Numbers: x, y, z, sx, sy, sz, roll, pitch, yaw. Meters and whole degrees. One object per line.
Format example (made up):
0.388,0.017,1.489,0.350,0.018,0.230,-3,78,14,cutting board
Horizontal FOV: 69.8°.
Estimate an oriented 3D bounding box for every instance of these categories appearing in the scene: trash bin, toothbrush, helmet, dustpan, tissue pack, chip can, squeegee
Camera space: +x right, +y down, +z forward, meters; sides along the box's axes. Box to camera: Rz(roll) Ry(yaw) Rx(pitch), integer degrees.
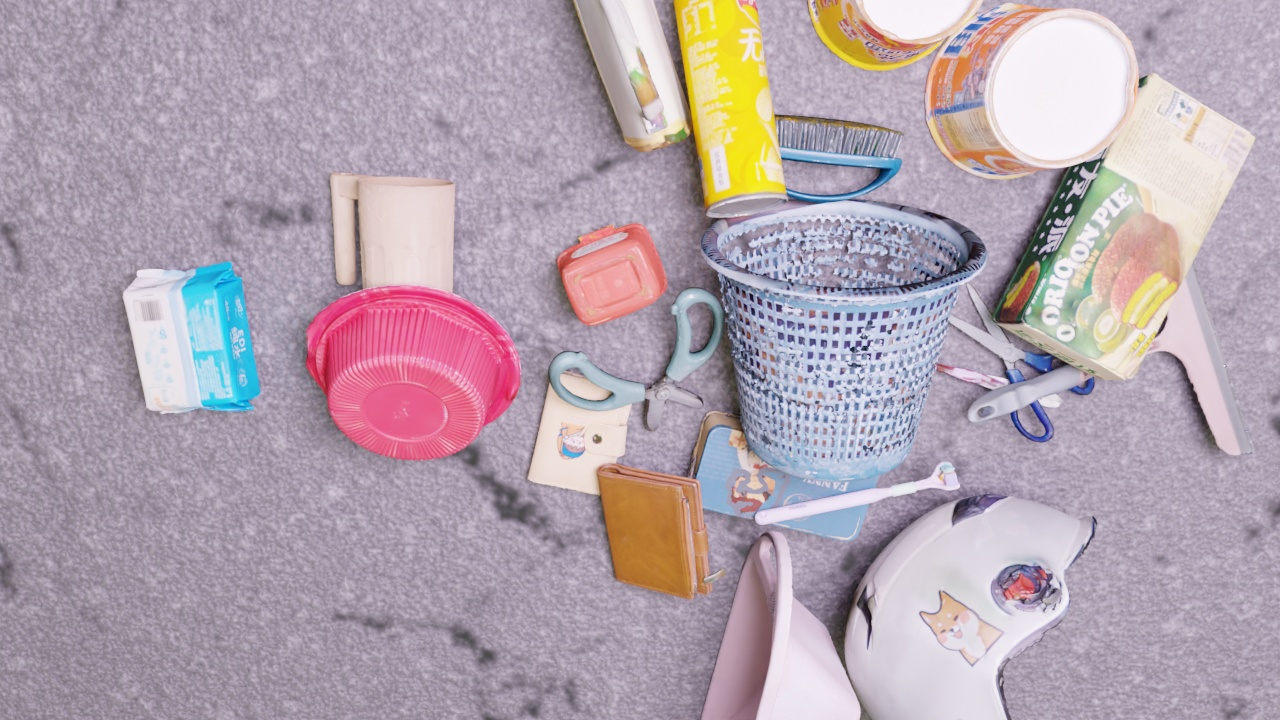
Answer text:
0.164,-0.013,0.788,0.226,0.226,0.195,-2,117,0,trash bin
0.318,0.017,0.883,0.187,0.017,0.016,15,86,-7,toothbrush
0.283,0.229,0.847,0.157,0.230,0.273,28,80,17,helmet
0.199,0.127,0.852,0.189,0.029,0.021,-13,142,4,toothbrush
0.090,0.303,0.860,0.139,0.222,0.273,40,96,-8,dustpan
-0.409,-0.018,0.846,0.090,0.063,0.140,-4,104,2,tissue pack
0.072,-0.230,0.758,0.072,0.072,0.213,-9,87,2,chip can
0.412,0.010,0.854,0.249,0.040,0.247,-19,94,-5,squeegee

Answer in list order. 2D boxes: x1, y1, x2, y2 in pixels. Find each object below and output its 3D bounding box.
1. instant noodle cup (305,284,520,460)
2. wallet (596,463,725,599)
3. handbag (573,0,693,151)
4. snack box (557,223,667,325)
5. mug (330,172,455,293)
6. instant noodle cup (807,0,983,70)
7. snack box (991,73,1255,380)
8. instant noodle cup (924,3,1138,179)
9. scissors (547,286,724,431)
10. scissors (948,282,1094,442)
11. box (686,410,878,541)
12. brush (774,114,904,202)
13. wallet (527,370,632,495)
-0.205,0.025,0.816,0.194,0.065,0.194,0,135,-1,instant noodle cup
0.019,0.167,0.881,0.119,0.035,0.131,5,118,25,wallet
-0.011,-0.247,0.729,0.063,0.178,0.163,-18,106,10,handbag
-0.026,-0.076,0.824,0.091,0.080,0.082,-21,103,6,snack box
-0.225,-0.111,0.821,0.125,0.084,0.104,10,107,22,mug
0.213,-0.310,0.747,0.138,0.109,0.138,0,105,1,instant noodle cup
0.418,-0.113,0.798,0.114,0.063,0.240,27,90,-7,snack box
0.330,-0.225,0.769,0.151,0.111,0.151,0,105,-1,instant noodle cup
-0.005,0.005,0.836,0.179,0.019,0.171,-3,131,-20,scissors
0.363,-0.002,0.872,0.157,0.012,0.165,-10,91,-9,scissors
0.140,0.112,0.886,0.184,0.059,0.090,12,105,-2,box
0.158,-0.177,0.810,0.144,0.055,0.073,6,102,-2,brush
-0.056,0.072,0.892,0.087,0.024,0.115,12,102,-7,wallet
